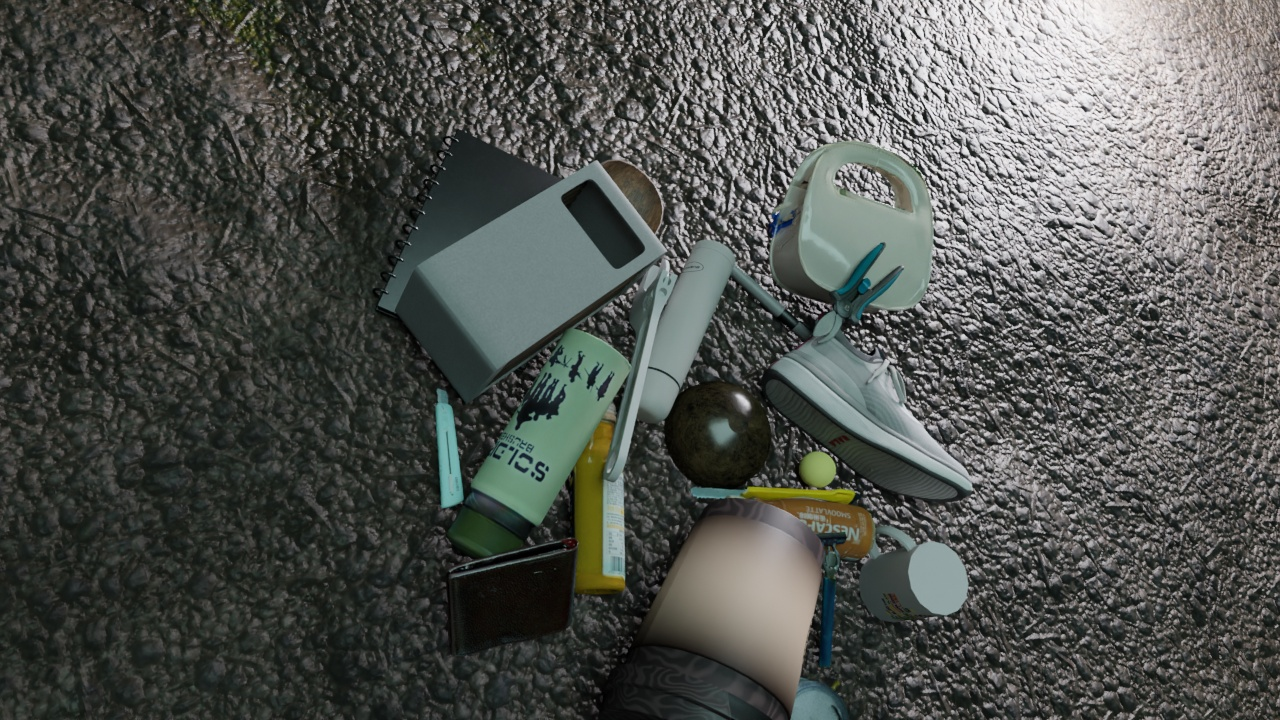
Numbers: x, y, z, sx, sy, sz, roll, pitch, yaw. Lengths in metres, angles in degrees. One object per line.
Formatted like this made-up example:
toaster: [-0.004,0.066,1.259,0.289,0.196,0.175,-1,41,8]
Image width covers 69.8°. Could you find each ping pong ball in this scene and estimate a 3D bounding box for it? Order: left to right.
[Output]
ping pong ball: [0.196,0.121,1.019,0.040,0.040,0.040,8,68,-20]

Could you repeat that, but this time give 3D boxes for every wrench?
wrench: [-0.006,0.006,0.936,0.018,0.087,0.272,23,56,-14]

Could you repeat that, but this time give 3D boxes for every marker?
marker: [0.152,-0.069,1.085,0.140,0.016,0.016,41,61,-4]

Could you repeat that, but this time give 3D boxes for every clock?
clock: [0.157,0.373,0.904,0.090,0.052,0.129,20,69,-15]

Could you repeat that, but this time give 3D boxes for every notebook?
notebook: [-0.164,-0.122,0.971,0.169,0.019,0.231,24,64,-14]

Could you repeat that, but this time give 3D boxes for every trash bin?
trash bin: [-0.106,-0.079,0.905,0.228,0.115,0.114,-38,90,-31]

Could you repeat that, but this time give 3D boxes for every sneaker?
sneaker: [0.271,0.056,1.041,0.263,0.097,0.128,36,66,1]

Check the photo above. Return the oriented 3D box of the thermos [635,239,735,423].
thermos: [0.043,-0.033,1.005,0.052,0.052,0.223,30,62,-10]

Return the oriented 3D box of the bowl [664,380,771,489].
bowl: [0.092,0.074,0.983,0.121,0.056,0.121,8,68,-20]

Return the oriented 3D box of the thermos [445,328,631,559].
thermos: [-0.099,0.085,0.871,0.082,0.082,0.231,32,75,-9]

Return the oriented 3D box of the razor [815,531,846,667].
razor: [0.193,0.249,0.950,0.042,0.022,0.144,-1,96,-11]

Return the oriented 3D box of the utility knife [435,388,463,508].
utility knife: [-0.187,0.084,0.888,0.022,0.015,0.119,-2,68,-22]

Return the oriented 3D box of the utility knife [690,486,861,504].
utility knife: [0.148,0.146,0.995,0.206,0.031,0.018,3,45,-23]

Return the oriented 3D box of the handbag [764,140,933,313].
handbag: [0.256,-0.163,1.110,0.200,0.093,0.199,17,82,-17]

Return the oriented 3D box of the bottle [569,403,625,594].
bottle: [-0.043,0.134,0.906,0.053,0.053,0.186,6,68,-21]

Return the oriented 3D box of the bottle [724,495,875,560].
bottle: [0.165,0.173,0.976,0.167,0.059,0.059,13,66,-17]

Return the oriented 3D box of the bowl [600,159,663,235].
bowl: [-0.026,-0.172,1.041,0.102,0.026,0.114,41,58,-15]

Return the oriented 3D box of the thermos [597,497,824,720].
thermos: [0.079,0.257,0.853,0.172,0.173,0.225,33,55,-8]

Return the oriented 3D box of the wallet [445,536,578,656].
wallet: [-0.114,0.214,0.827,0.119,0.099,0.031,-8,32,-23]

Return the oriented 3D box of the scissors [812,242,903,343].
scissors: [0.244,-0.079,1.039,0.132,0.019,0.148,2,85,-21]

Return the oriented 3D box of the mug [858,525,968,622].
mug: [0.284,0.226,0.987,0.073,0.090,0.105,-26,82,-29]
